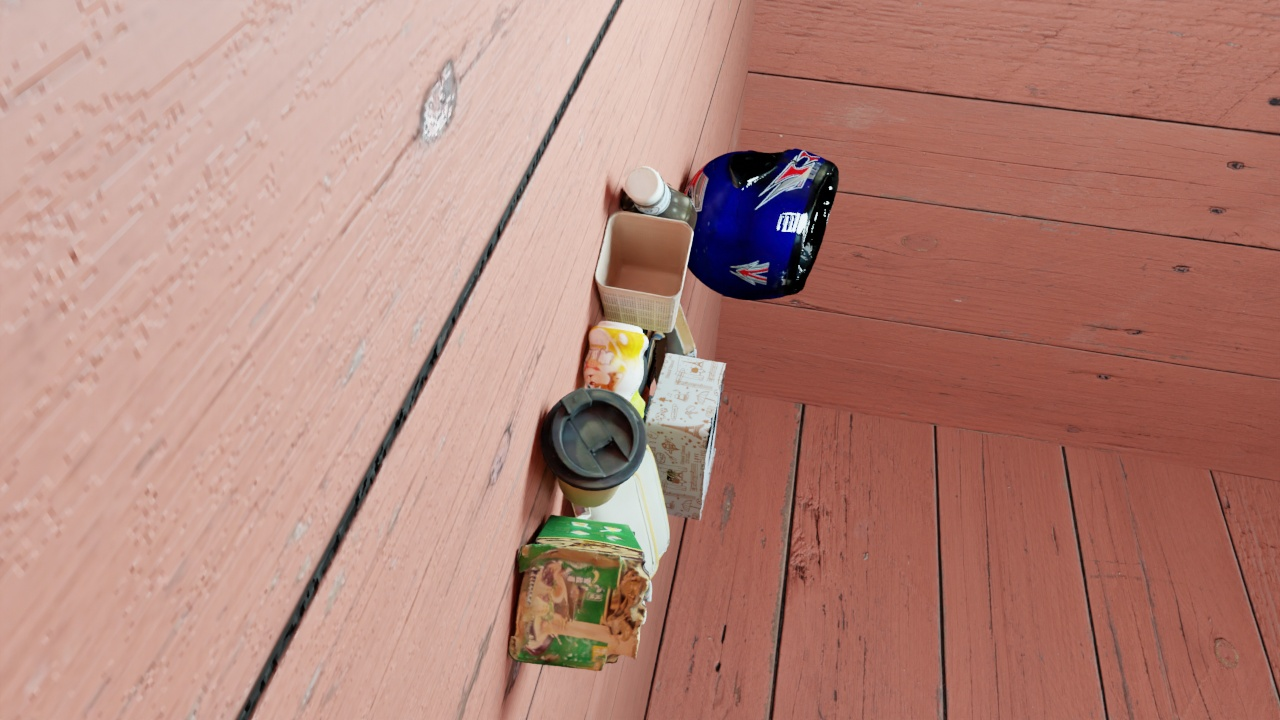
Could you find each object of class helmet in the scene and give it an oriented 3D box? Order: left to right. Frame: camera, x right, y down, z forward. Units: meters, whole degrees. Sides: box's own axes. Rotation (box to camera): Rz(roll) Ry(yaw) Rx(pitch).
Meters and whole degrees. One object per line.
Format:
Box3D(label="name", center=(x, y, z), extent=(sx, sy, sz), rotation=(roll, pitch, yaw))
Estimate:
Box3D(label="helmet", center=(0.191, -0.249, 1.584), extent=(0.248, 0.240, 0.314), rotation=(92, 22, -43))

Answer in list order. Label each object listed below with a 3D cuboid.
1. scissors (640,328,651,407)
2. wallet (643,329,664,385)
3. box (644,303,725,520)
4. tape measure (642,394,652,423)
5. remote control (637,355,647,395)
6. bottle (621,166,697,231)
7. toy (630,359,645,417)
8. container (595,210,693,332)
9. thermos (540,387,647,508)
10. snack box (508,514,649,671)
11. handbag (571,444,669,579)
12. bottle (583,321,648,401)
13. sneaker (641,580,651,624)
Box3D(label="scissors", center=(-0.006, 0.000, 1.210), extent=(0.221, 0.022, 0.234), rotation=(81, 18, -59))
Box3D(label="wallet", center=(0.018, -0.012, 1.388), extent=(0.115, 0.033, 0.090), rotation=(-64, 170, -68))
Box3D(label="box", center=(0.051, 0.049, 1.191), extent=(0.258, 0.110, 0.179), rotation=(-73, 169, -46))
Box3D(label="tape measure", center=(0.007, 0.087, 1.407), extent=(0.058, 0.039, 0.056), rotation=(92, 10, -45))
Box3D(label="remote control", center=(-0.012, 0.028, 1.090), extent=(0.136, 0.024, 0.053), rotation=(-40, 136, -65))
Box3D(label="bottle", center=(0.017, -0.171, 1.001), extent=(0.195, 0.080, 0.044), rotation=(17, 88, -81))
Box3D(label="toy", center=(-0.023, 0.029, 1.016), extent=(0.096, 0.031, 0.100), rotation=(-42, 116, -40))
Box3D(label="container", center=(0.005, -0.089, 0.982), extent=(0.111, 0.090, 0.090), rotation=(87, 14, -69))
Box3D(label="thermos", center=(-0.045, 0.087, 0.840), extent=(0.143, 0.093, 0.093), rotation=(103, -1, -67))
Box3D(label="snack box", center=(-0.056, 0.203, 0.844), extent=(0.105, 0.117, 0.118), rotation=(-99, -162, -74))
Box3D(label="handbag", center=(-0.033, 0.189, 0.997), extent=(0.178, 0.063, 0.163), rotation=(-48, 133, -50))
Box3D(label="bottle", center=(-0.028, 0.016, 0.941), extent=(0.063, 0.063, 0.108), rotation=(16, 83, -83))
Box3D(label="sneaker", center=(-0.033, 0.309, 1.173), extent=(0.242, 0.091, 0.089), rotation=(39, 60, -81))
